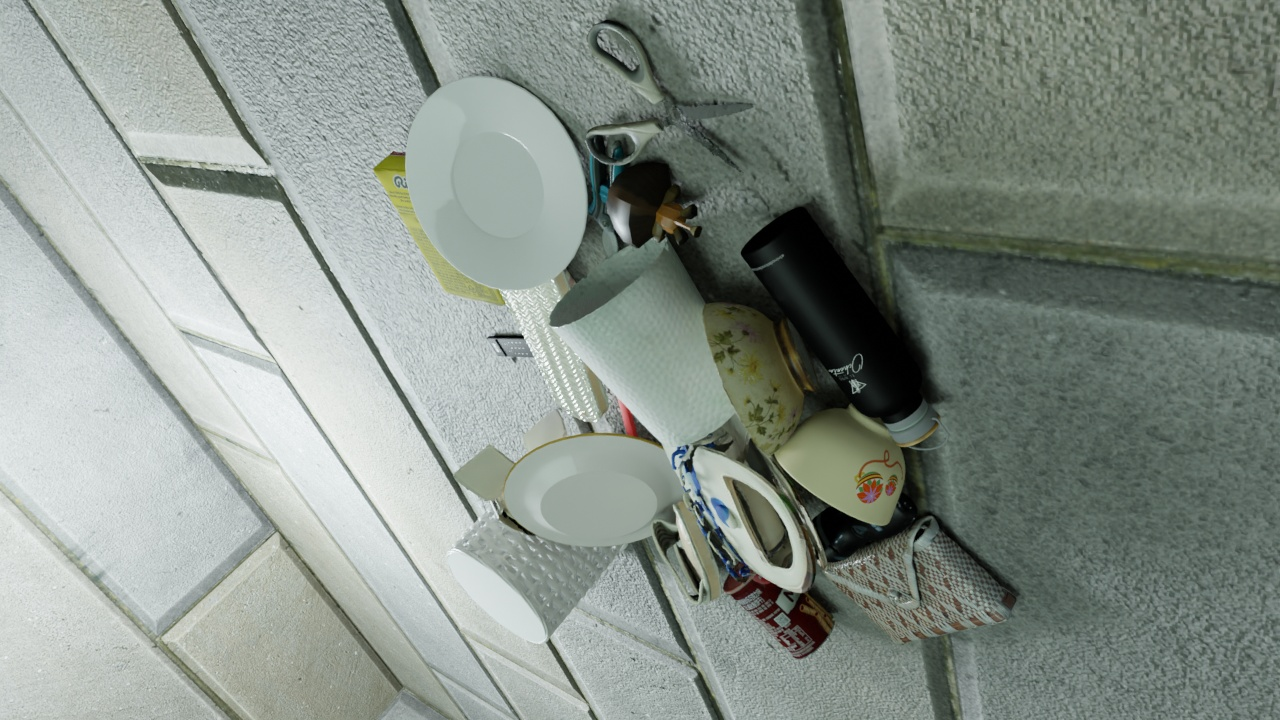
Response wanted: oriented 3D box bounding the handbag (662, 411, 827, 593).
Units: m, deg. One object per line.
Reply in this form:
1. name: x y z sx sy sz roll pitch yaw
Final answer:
1. handbag: 0.103 0.141 0.905 0.201 0.093 0.199 61 168 -24

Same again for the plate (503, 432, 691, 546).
1. plate: -0.051 0.168 1.108 0.230 0.021 0.230 -2 136 -2

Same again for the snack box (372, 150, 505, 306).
1. snack box: -0.208 -0.145 1.021 0.121 0.045 0.181 13 140 39

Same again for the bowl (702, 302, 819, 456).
1. bowl: 0.112 0.004 0.798 0.063 0.145 0.145 -25 114 16

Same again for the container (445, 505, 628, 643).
1. container: -0.144 0.267 1.300 0.189 0.186 0.190 29 145 22

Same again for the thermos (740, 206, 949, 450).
1. thermos: 0.173 -0.014 0.741 0.231 0.061 0.061 51 147 -13

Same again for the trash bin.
1. trash bin: 0.015 -0.013 0.852 0.134 0.133 0.161 -10 123 52

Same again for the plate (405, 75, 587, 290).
1. plate: -0.140 -0.169 0.891 0.209 0.015 0.209 12 118 23

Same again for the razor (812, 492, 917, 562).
1. razor: 0.215 0.162 0.898 0.053 0.063 0.141 41 151 0

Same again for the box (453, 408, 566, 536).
1. box: -0.146 0.122 1.158 0.099 0.143 0.184 54 -176 35

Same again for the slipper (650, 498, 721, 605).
1. slipper: 0.055 0.233 1.096 0.114 0.054 0.273 60 170 20

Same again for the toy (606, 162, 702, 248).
1. toy: 0.015 -0.128 0.783 0.100 0.062 0.076 32 110 33

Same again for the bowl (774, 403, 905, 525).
1. bowl: 0.189 0.080 0.813 0.118 0.117 0.074 33 105 15

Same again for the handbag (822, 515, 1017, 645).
1. handbag: 0.273 0.232 0.934 0.124 0.046 0.186 42 148 1

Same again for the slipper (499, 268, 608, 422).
1. slipper: -0.094 -0.047 1.005 0.115 0.052 0.263 13 133 42

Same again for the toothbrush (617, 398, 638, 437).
1. toothbrush: -0.016 0.045 1.066 0.012 0.017 0.213 18 137 35

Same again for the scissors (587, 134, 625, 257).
1. scissors: -0.035 -0.150 0.849 0.139 0.019 0.136 50 149 -13

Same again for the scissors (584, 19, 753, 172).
1. scissors: 0.009 -0.200 0.736 0.158 0.012 0.171 -27 103 48

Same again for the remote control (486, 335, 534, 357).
1. remote control: -0.141 -0.017 1.130 0.140 0.009 0.030 2 130 47

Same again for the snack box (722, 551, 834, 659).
1. snack box: 0.166 0.290 1.098 0.121 0.072 0.072 44 148 -3
